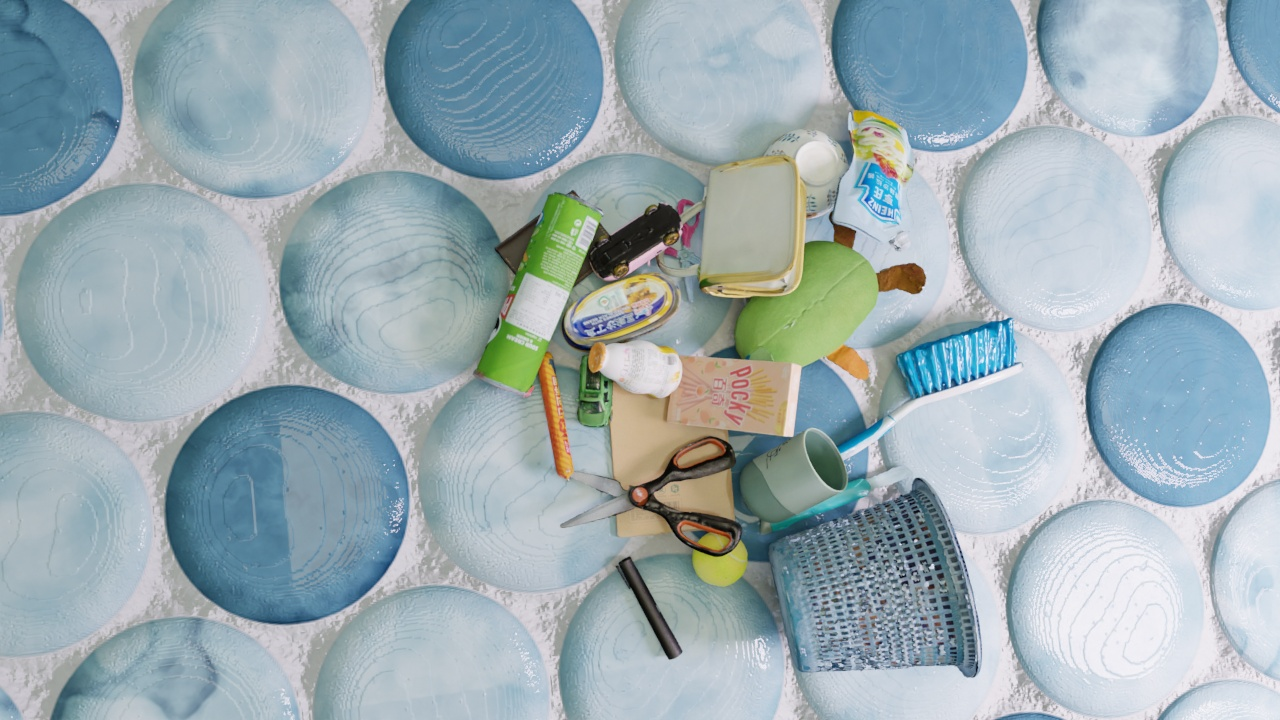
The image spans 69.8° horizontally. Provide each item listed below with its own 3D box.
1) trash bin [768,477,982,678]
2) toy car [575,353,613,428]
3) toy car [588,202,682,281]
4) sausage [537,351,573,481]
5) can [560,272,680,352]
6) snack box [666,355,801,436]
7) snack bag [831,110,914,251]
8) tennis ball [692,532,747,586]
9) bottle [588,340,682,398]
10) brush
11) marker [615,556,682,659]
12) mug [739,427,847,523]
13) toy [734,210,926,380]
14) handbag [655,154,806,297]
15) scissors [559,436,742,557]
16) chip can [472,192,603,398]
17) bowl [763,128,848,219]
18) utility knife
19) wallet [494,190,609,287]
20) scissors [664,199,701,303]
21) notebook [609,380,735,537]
[{"bbox_3d":[0.256,0.263,1.054,0.195,0.226,0.226,-12,87,4],"label":"trash bin"},{"bbox_3d":[-0.055,0.036,1.101,0.043,0.036,0.091,1,89,7],"label":"toy car"},{"bbox_3d":[-0.004,-0.140,1.100,0.122,0.037,0.056,-33,69,1],"label":"toy car"},{"bbox_3d":[-0.103,0.064,1.096,0.021,0.021,0.165,-10,81,-8],"label":"sausage"},{"bbox_3d":[-0.024,-0.058,1.108,0.148,0.049,0.074,-20,89,-9],"label":"can"},{"bbox_3d":[0.107,0.040,1.073,0.157,0.026,0.084,4,84,34],"label":"snack box"},{"bbox_3d":[0.291,-0.221,1.126,0.110,0.039,0.190,28,55,-23],"label":"snack bag"},{"bbox_3d":[0.094,0.236,1.094,0.065,0.065,0.065,1,86,-8],"label":"tennis ball"},{"bbox_3d":[-0.006,0.006,1.077,0.108,0.063,0.063,13,84,-29],"label":"bottle"},{"bbox_3d":[0.339,0.041,1.149,0.314,0.060,0.109,-18,92,-6],"label":"brush"},{"bbox_3d":[0.010,0.298,1.101,0.022,0.020,0.132,-29,90,-20],"label":"marker"},{"bbox_3d":[0.183,0.133,1.096,0.107,0.111,0.082,-36,98,33],"label":"mug"},{"bbox_3d":[0.211,-0.072,1.120,0.246,0.090,0.227,-39,83,-4],"label":"toy"},{"bbox_3d":[0.107,-0.154,1.100,0.179,0.063,0.163,-2,69,21],"label":"handbag"},{"bbox_3d":[0.023,0.164,1.081,0.220,0.022,0.222,-37,69,-16],"label":"scissors"},{"bbox_3d":[-0.118,-0.077,1.073,0.072,0.072,0.236,23,89,-5],"label":"chip can"},{"bbox_3d":[0.212,-0.238,1.146,0.113,0.062,0.113,1,86,-9],"label":"bowl"},{"bbox_3d":[0.244,0.172,1.144,0.209,0.013,0.029,-18,86,-6],"label":"utility knife"},{"bbox_3d":[-0.101,-0.135,1.120,0.122,0.020,0.096,-38,92,-7],"label":"wallet"},{"bbox_3d":[0.056,-0.141,1.143,0.133,0.017,0.128,28,80,-9],"label":"scissors"},{"bbox_3d":[0.037,0.107,1.125,0.147,0.008,0.207,-4,86,-8],"label":"notebook"}]
